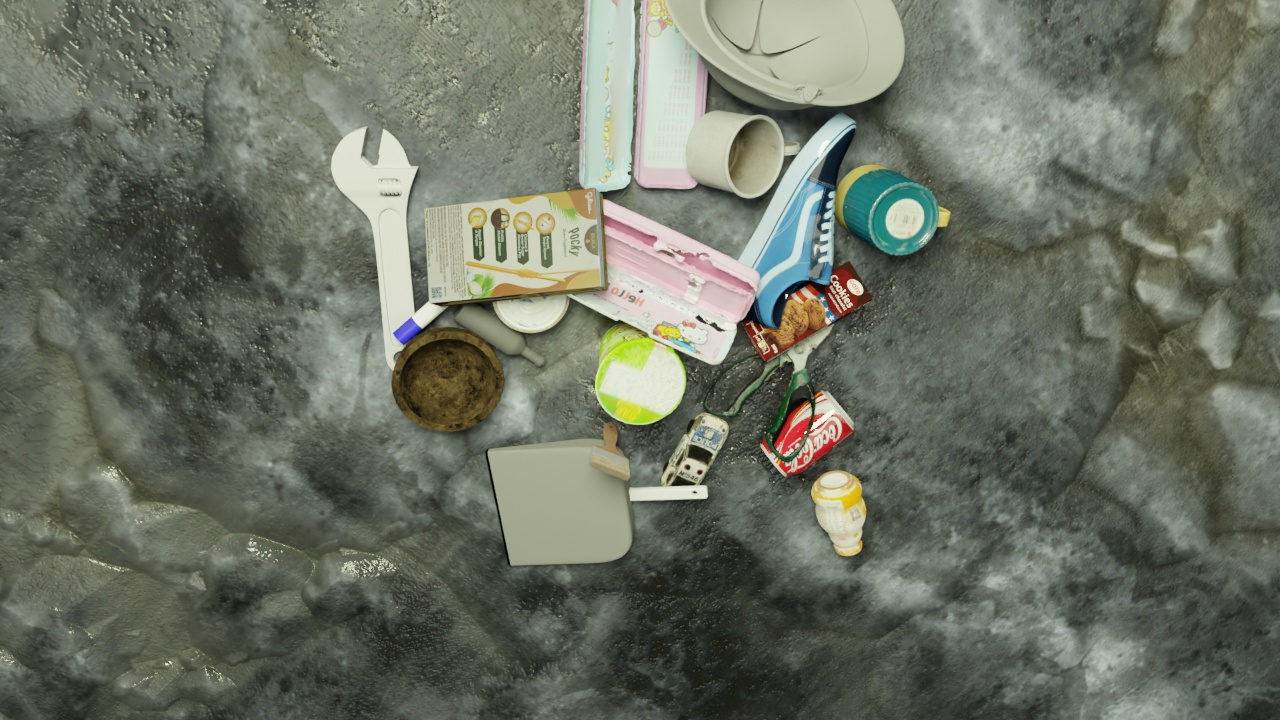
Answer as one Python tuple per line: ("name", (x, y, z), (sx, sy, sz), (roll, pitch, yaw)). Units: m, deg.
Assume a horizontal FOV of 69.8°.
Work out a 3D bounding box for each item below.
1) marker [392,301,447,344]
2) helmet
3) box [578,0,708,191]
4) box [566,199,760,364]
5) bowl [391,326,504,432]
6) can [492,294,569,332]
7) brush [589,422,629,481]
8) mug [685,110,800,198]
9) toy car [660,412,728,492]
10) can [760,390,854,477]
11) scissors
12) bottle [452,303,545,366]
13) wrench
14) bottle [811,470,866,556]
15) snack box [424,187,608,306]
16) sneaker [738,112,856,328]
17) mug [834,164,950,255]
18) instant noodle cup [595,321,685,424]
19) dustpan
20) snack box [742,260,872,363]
("marker", (-0.213, -0.070, 1.011), (0.141, 0.020, 0.020), (-41, 111, 2))
("helmet", (0.123, -0.319, 0.918), (0.270, 0.118, 0.183), (1, 78, -24))
("box", (0.001, -0.284, 0.950), (0.149, 0.049, 0.214), (-8, 114, -27))
("box", (0.015, -0.078, 0.970), (0.202, 0.102, 0.087), (26, 147, 4))
("bowl", (-0.216, 0.014, 1.030), (0.121, 0.056, 0.121), (-5, 114, -12))
("can", (-0.122, -0.077, 1.016), (0.086, 0.043, 0.086), (-3, 112, -8))
("brush", (-0.033, 0.098, 1.042), (0.045, 0.143, 0.008), (23, 105, -7))
("mug", (0.110, -0.221, 0.970), (0.113, 0.070, 0.084), (-18, 119, -34))
("toy car", (0.066, 0.117, 1.119), (0.048, 0.040, 0.113), (23, 106, -17))
("can", (0.202, 0.089, 1.114), (0.105, 0.064, 0.064), (-39, 111, 8))
("scissors", (0.155, 0.004, 1.090), (0.147, 0.015, 0.209), (18, 89, 14))
("bottle", (-0.156, -0.028, 1.037), (0.113, 0.030, 0.030), (34, 103, -18))
("wrench", (-0.280, -0.113, 0.995), (0.086, 0.018, 0.274), (-1, 112, -7))
("bottle", (0.255, 0.196, 1.165), (0.063, 0.063, 0.109), (-18, 115, -1))
("snack box", (-0.130, -0.116, 0.956), (0.186, 0.031, 0.101), (-5, 86, 12))
("sneaker", (0.186, -0.141, 0.995), (0.098, 0.083, 0.242), (36, 113, 17))
("mug", (0.283, -0.165, 1.004), (0.113, 0.107, 0.083), (5, 108, -10))
("instant noodle cup", (-0.006, 0.006, 1.029), (0.099, 0.108, 0.099), (-3, 111, -7))
("dustpan", (-0.048, 0.171, 1.117), (0.258, 0.033, 0.163), (-3, 112, 10))
("snack box", (0.192, -0.055, 1.062), (0.141, 0.031, 0.051), (-31, 82, 4))
